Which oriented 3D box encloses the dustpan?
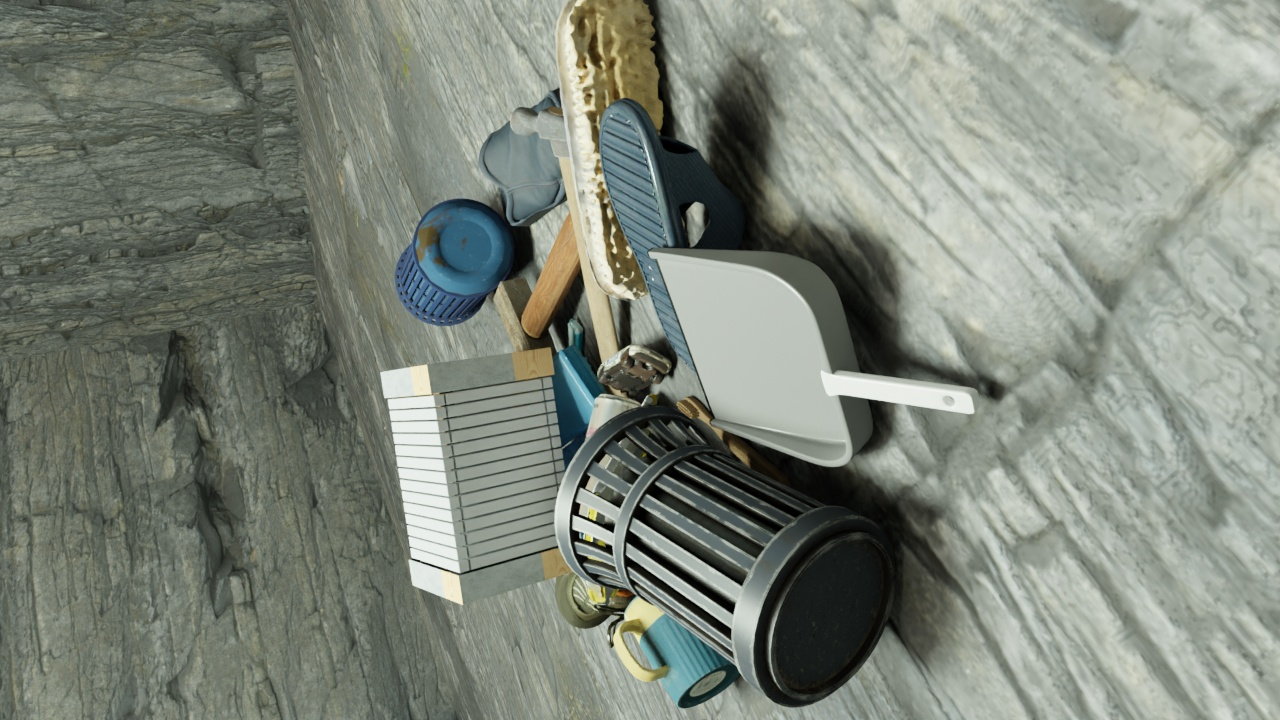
[{"bbox_3d":[0.113,0.004,0.628,0.258,0.033,0.163,9,129,46],"label":"dustpan"}]

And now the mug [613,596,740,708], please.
[{"bbox_3d":[0.031,0.285,0.919,0.107,0.113,0.083,56,136,34],"label":"mug"}]

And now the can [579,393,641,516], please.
[{"bbox_3d":[-0.036,0.106,0.962,0.054,0.054,0.135,-9,65,66],"label":"can"}]

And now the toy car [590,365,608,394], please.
[{"bbox_3d":[-0.060,0.036,1.086,0.090,0.027,0.039,48,145,47],"label":"toy car"}]

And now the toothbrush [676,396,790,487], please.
[{"bbox_3d":[0.080,0.072,0.818,0.167,0.016,0.016,40,139,52],"label":"toothbrush"}]

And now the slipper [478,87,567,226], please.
[{"bbox_3d":[-0.144,-0.221,1.064,0.266,0.083,0.109,-24,78,64],"label":"slipper"}]

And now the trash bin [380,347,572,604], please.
[{"bbox_3d":[-0.178,0.121,1.020,0.143,0.142,0.247,-6,93,56],"label":"trash bin"}]

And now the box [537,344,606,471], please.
[{"bbox_3d":[-0.091,0.098,1.091,0.174,0.033,0.232,55,140,3],"label":"box"}]

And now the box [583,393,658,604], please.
[{"bbox_3d":[-0.013,0.127,0.882,0.209,0.034,0.130,-56,-30,-61],"label":"box"}]

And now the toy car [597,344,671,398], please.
[{"bbox_3d":[-0.006,0.005,0.935,0.113,0.048,0.040,-31,36,61],"label":"toy car"}]

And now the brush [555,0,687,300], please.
[{"bbox_3d":[-0.017,-0.187,0.806,0.057,0.083,0.271,15,116,64],"label":"brush"}]

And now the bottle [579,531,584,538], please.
[{"bbox_3d":[-0.063,0.215,1.160,0.146,0.051,0.051,-7,97,66],"label":"bottle"}]

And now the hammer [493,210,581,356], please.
[{"bbox_3d":[-0.092,-0.090,1.046,0.158,0.037,0.302,64,148,20],"label":"hammer"}]

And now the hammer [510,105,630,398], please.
[{"bbox_3d":[-0.052,-0.093,0.935,0.119,0.030,0.332,20,132,40],"label":"hammer"}]

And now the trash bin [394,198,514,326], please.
[{"bbox_3d":[-0.257,-0.132,1.261,0.250,0.139,0.139,164,92,-71],"label":"trash bin"}]

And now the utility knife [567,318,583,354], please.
[{"bbox_3d":[-0.082,0.003,1.129,0.022,0.015,0.117,34,135,34],"label":"utility knife"}]

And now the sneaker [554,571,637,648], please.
[{"bbox_3d":[-0.020,0.259,1.035,0.142,0.101,0.239,-116,32,-40],"label":"sneaker"}]

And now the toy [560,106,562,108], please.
[{"bbox_3d":[-0.037,-0.203,0.891,0.125,0.037,0.076,57,148,8],"label":"toy"}]

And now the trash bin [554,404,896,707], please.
[{"bbox_3d":[0.064,0.145,0.702,0.228,0.164,0.164,22,123,51],"label":"trash bin"}]

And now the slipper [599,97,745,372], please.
[{"bbox_3d":[0.040,-0.102,0.746,0.101,0.082,0.264,40,157,47],"label":"slipper"}]
